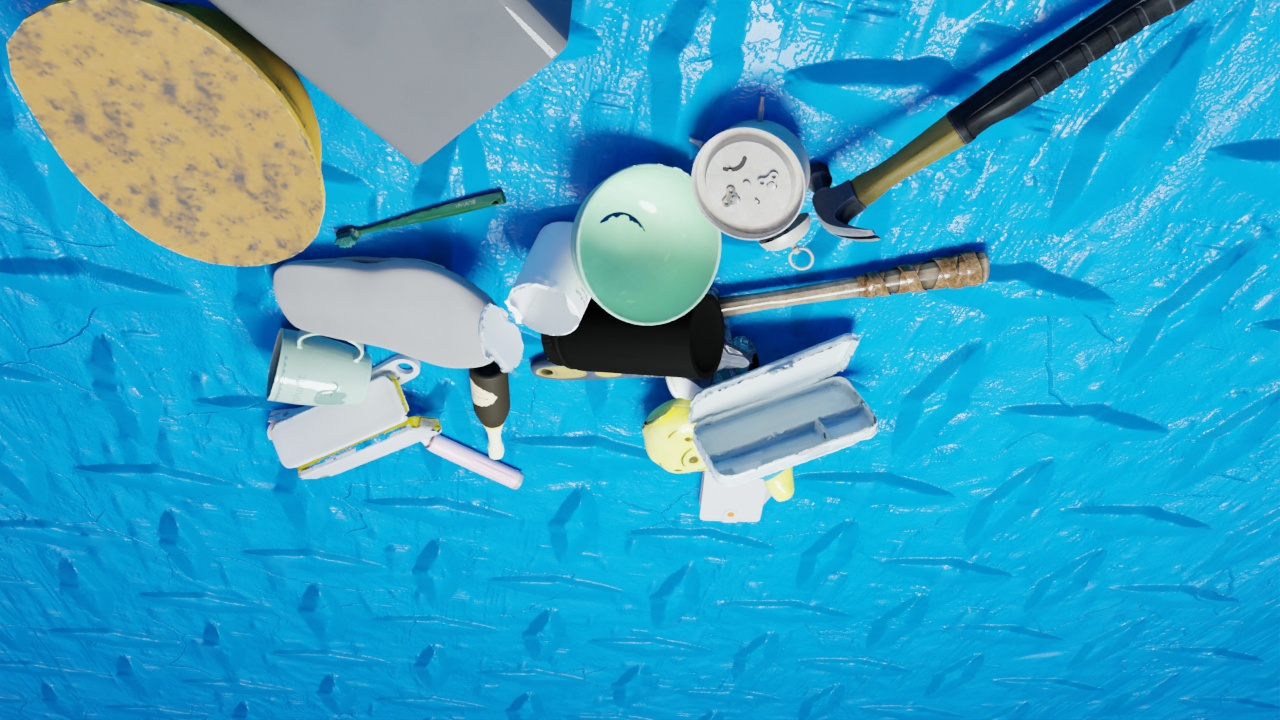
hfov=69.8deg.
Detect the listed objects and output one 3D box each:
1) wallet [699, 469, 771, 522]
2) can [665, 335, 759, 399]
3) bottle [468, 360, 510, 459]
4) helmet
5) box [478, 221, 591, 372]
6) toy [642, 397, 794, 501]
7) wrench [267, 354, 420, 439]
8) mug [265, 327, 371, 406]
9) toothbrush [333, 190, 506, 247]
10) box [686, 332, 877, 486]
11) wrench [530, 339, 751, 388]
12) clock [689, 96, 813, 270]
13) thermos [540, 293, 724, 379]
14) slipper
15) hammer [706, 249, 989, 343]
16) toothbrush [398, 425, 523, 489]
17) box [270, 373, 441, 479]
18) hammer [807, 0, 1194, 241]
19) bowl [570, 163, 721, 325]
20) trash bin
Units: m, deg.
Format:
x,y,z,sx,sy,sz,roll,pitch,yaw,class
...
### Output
x,y,z,sx,sy,sz,roll,pitch,yaw,class
0.142,0.181,1.272,0.115,0.037,0.119,2,136,0,wallet
0.083,0.009,1.059,0.102,0.054,0.055,-16,136,20,can
-0.184,0.064,1.139,0.045,0.045,0.185,3,139,-2,bottle
-0.361,-0.211,0.759,0.205,0.131,0.255,-11,137,14,helmet
-0.095,-0.059,0.906,0.092,0.165,0.083,-1,138,23,box
0.103,0.098,1.141,0.214,0.083,0.149,9,138,-5,toy
-0.373,0.059,1.164,0.274,0.018,0.086,-25,133,26,wrench
-0.362,0.003,1.049,0.104,0.084,0.112,12,133,-27,mug
-0.224,-0.141,0.924,0.190,0.017,0.016,-11,138,15,toothbrush
0.158,0.040,1.017,0.215,0.106,0.127,-18,133,-15,box
-0.006,0.006,1.036,0.274,0.022,0.073,-1,134,26,wrench
0.115,-0.152,0.841,0.104,0.061,0.157,-23,108,34,clock
-0.020,-0.029,0.965,0.199,0.085,0.086,3,144,29,thermos
-0.258,-0.066,0.981,0.266,0.080,0.113,8,120,15,slipper
0.201,-0.075,0.968,0.319,0.048,0.122,-8,136,9,hammer
-0.254,0.119,1.222,0.222,0.027,0.027,30,117,-28,toothbrush
-0.360,0.094,1.151,0.210,0.057,0.117,-21,128,23,box
0.289,-0.210,0.767,0.334,0.117,0.025,-33,133,27,hammer
-0.005,-0.112,0.879,0.151,0.151,0.077,29,175,-28,bowl
-0.193,-0.286,0.695,0.192,0.097,0.219,-28,133,30,trash bin
